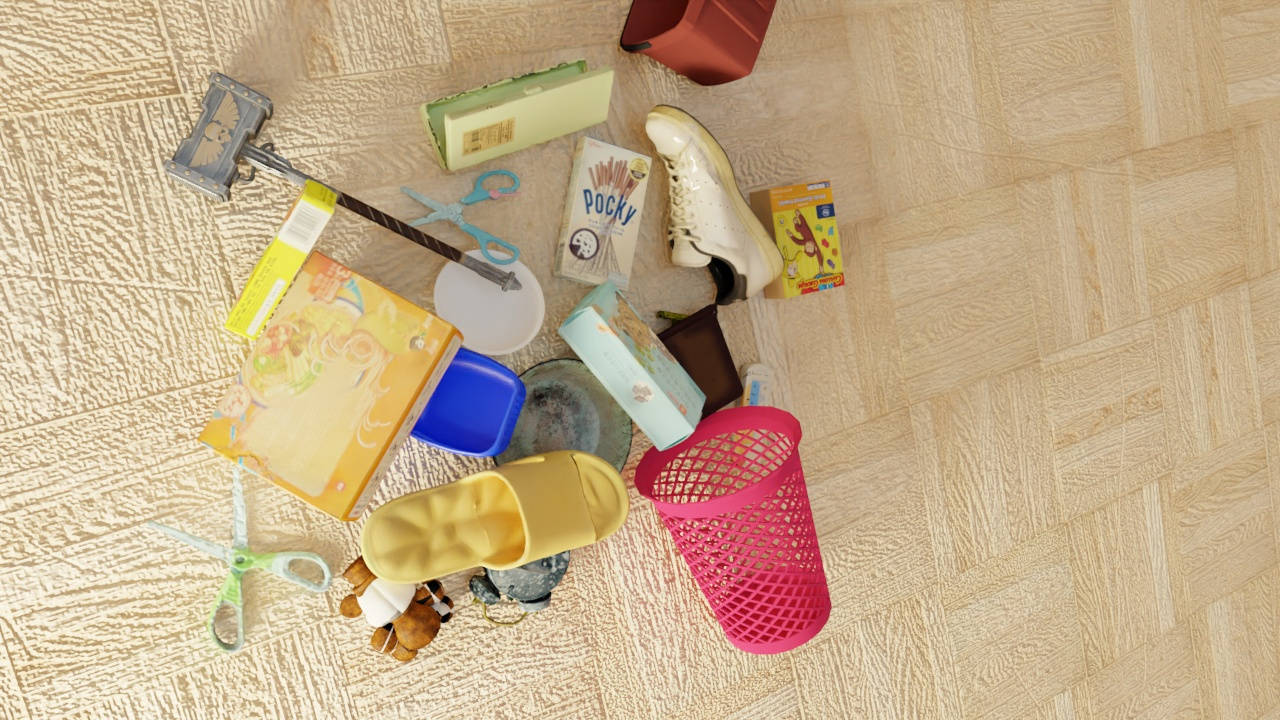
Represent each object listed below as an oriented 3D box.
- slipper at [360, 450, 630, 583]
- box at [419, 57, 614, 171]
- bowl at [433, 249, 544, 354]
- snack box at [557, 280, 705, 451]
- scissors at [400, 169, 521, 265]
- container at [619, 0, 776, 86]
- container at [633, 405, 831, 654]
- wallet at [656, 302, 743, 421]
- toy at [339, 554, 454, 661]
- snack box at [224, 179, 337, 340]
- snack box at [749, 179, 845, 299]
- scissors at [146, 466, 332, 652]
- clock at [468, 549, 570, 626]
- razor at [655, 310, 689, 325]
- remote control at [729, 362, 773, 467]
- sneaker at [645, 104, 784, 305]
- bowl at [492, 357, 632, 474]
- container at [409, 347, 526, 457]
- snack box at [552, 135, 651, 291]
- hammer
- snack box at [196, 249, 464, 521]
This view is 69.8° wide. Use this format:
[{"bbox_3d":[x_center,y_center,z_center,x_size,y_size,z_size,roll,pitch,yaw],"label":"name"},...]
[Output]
[{"bbox_3d":[-0.130,0.146,0.871,0.263,0.078,0.099,-12,83,-20],"label":"slipper"},{"bbox_3d":[-0.120,-0.247,0.922,0.187,0.089,0.078,-27,124,-25],"label":"box"},{"bbox_3d":[-0.154,-0.052,0.913,0.109,0.041,0.109,8,69,-21],"label":"bowl"},{"bbox_3d":[-0.006,0.006,0.960,0.174,0.053,0.074,50,28,-12],"label":"snack box"},{"bbox_3d":[-0.168,-0.137,0.909,0.136,0.015,0.125,-26,82,-22],"label":"scissors"},{"bbox_3d":[0.038,-0.389,0.950,0.200,0.127,0.148,24,81,-36],"label":"container"},{"bbox_3d":[0.117,0.193,1.005,0.182,0.183,0.226,-31,113,-22],"label":"container"},{"bbox_3d":[0.065,0.006,1.026,0.091,0.018,0.116,-30,115,-22],"label":"wallet"},{"bbox_3d":[-0.237,0.234,0.885,0.087,0.067,0.112,-46,102,-17],"label":"toy"},{"bbox_3d":[-0.314,-0.087,0.802,0.029,0.040,0.148,29,109,-27],"label":"snack box"},{"bbox_3d":[0.186,-0.143,1.084,0.088,0.040,0.126,-13,99,-25],"label":"snack box"},{"bbox_3d":[-0.363,0.182,0.846,0.168,0.023,0.171,1,95,-21],"label":"scissors"},{"bbox_3d":[-0.124,0.211,0.942,0.090,0.052,0.129,19,83,-26],"label":"clock"},{"bbox_3d":[0.032,-0.001,1.027,0.042,0.026,0.106,7,93,-29],"label":"razor"},{"bbox_3d":[0.130,0.065,1.081,0.038,0.018,0.125,6,92,-27],"label":"remote control"},{"bbox_3d":[0.061,-0.159,1.001,0.102,0.089,0.241,-43,115,-12],"label":"sneaker"},{"bbox_3d":[-0.087,0.076,0.961,0.157,0.039,0.157,-1,93,-26],"label":"bowl"},{"bbox_3d":[-0.171,0.040,0.884,0.114,0.058,0.096,18,83,10],"label":"container"},{"bbox_3d":[-0.040,-0.154,0.979,0.082,0.026,0.150,11,88,-27],"label":"snack box"},{"bbox_3d":[-0.254,-0.138,0.846,0.322,0.044,0.098,26,81,-20],"label":"hammer"},{"bbox_3d":[-0.271,0.024,0.823,0.145,0.081,0.195,28,82,3],"label":"snack box"}]
